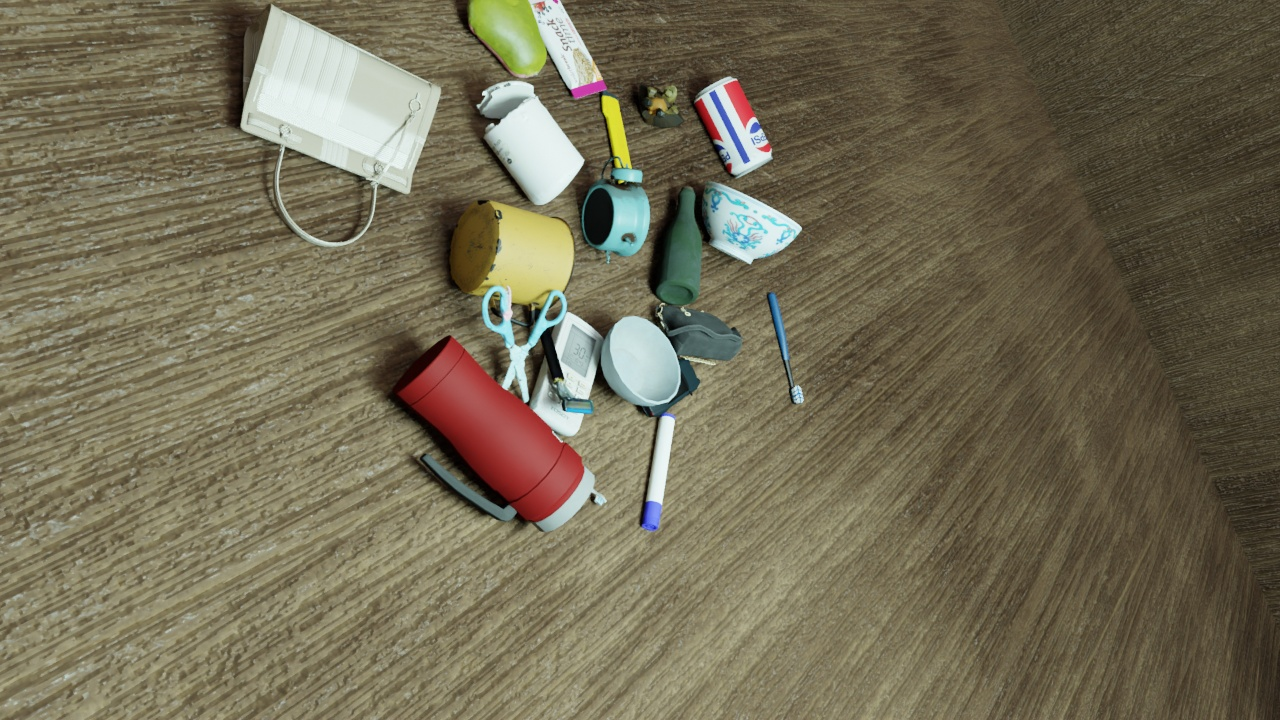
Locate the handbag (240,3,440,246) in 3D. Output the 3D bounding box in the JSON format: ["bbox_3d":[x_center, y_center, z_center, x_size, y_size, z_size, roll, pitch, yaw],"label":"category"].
[{"bbox_3d":[-0.293,-0.203,0.870,0.175,0.062,0.197,18,69,-40],"label":"handbag"}]

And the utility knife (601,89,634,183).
[{"bbox_3d":[-0.023,-0.249,1.180,0.030,0.019,0.223,3,66,-39],"label":"utility knife"}]

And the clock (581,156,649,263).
[{"bbox_3d":[-0.031,-0.184,1.092,0.053,0.090,0.124,0,74,-36],"label":"clock"}]

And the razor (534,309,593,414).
[{"bbox_3d":[-0.091,-0.003,0.968,0.042,0.022,0.144,11,48,-49],"label":"razor"}]

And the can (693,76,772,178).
[{"bbox_3d":[0.136,-0.340,1.343,0.070,0.070,0.132,-33,98,-48],"label":"can"}]

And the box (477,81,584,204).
[{"bbox_3d":[-0.127,-0.253,1.032,0.143,0.080,0.089,51,60,-15],"label":"box"}]

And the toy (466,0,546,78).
[{"bbox_3d":[-0.153,-0.386,1.081,0.089,0.051,0.110,-42,107,-44],"label":"toy"}]

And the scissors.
[{"bbox_3d":[-0.113,-0.020,0.935,0.111,0.015,0.141,-23,127,-27],"label":"scissors"}]

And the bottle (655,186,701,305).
[{"bbox_3d":[0.054,-0.156,1.192,0.055,0.055,0.173,30,52,-34],"label":"bottle"}]

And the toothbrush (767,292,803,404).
[{"bbox_3d":[0.207,-0.019,1.318,0.014,0.014,0.167,-3,75,-34],"label":"toothbrush"}]

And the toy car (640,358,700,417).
[{"bbox_3d":[0.035,0.032,1.105,0.111,0.034,0.046,-32,97,-48],"label":"toy car"}]

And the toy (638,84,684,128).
[{"bbox_3d":[0.024,-0.341,1.231,0.076,0.063,0.099,41,27,-2],"label":"toy"}]

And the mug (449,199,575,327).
[{"bbox_3d":[-0.134,-0.097,0.942,0.094,0.101,0.123,10,74,-41],"label":"mug"}]

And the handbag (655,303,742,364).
[{"bbox_3d":[0.073,-0.039,1.153,0.128,0.054,0.079,7,37,-45],"label":"handbag"}]

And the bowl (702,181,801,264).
[{"bbox_3d":[0.139,-0.179,1.255,0.143,0.144,0.074,22,98,-38],"label":"bowl"}]

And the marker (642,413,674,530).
[{"bbox_3d":[0.022,0.127,1.062,0.020,0.020,0.141,33,52,-32],"label":"marker"}]

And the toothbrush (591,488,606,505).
[{"bbox_3d":[-0.098,0.093,0.954,0.185,0.022,0.024,45,52,-25],"label":"toothbrush"}]

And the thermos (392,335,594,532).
[{"bbox_3d":[-0.144,0.080,0.870,0.198,0.084,0.107,47,65,-18],"label":"thermos"}]

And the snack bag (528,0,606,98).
[{"bbox_3d":[-0.110,-0.427,1.168,0.070,0.016,0.196,-35,98,-46],"label":"snack bag"}]

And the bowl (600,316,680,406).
[{"bbox_3d":[-0.006,0.006,1.039,0.106,0.039,0.106,24,52,-35],"label":"bowl"}]

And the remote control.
[{"bbox_3d":[-0.080,0.014,1.001,0.060,0.026,0.138,36,50,-29],"label":"remote control"}]
